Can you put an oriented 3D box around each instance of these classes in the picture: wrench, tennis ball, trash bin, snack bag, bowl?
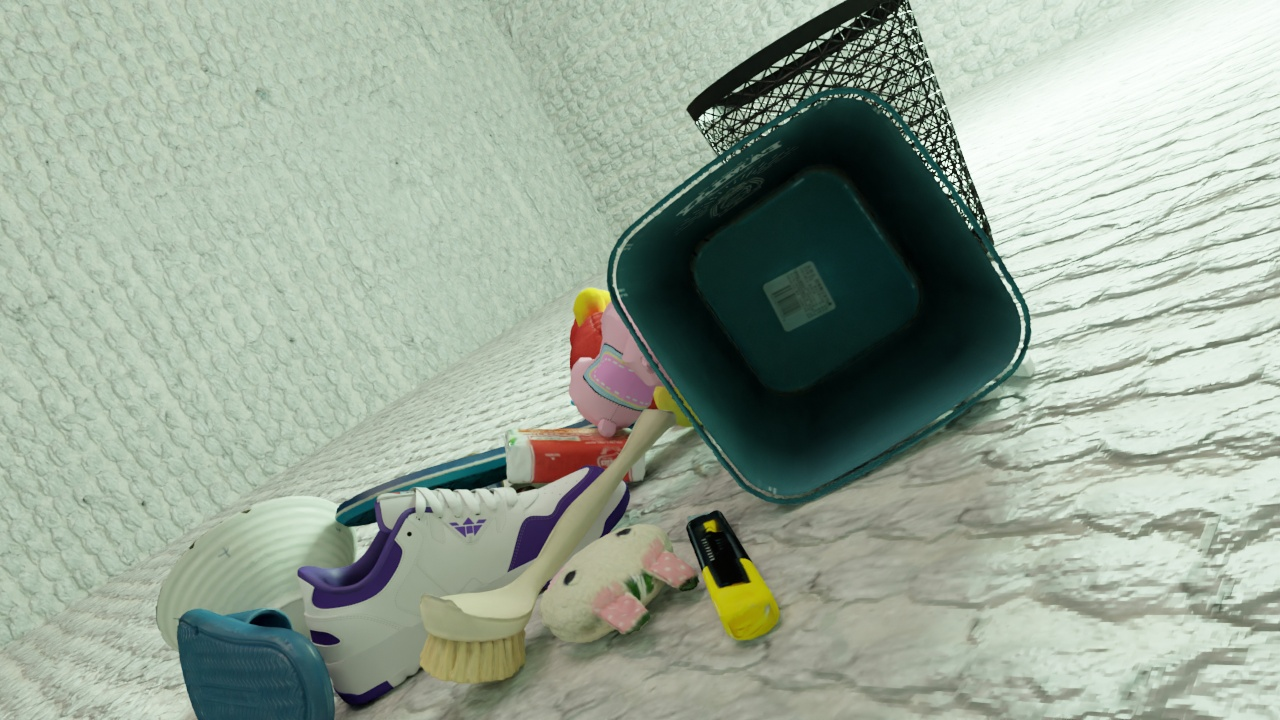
[{"bbox_3d":[0.239,-0.024,0.662,0.047,0.009,0.272,-26,10,19],"label":"wrench"},{"bbox_3d":[0.044,0.026,0.804,0.065,0.065,0.065,-29,10,5],"label":"tennis ball"},{"bbox_3d":[0.113,-0.047,0.625,0.197,0.199,0.218,-34,2,12],"label":"trash bin"},{"bbox_3d":[0.196,-0.180,0.852,0.217,0.243,0.217,-29,6,3],"label":"trash bin"},{"bbox_3d":[-0.056,0.079,0.765,0.116,0.036,0.077,0,6,-9],"label":"snack bag"},{"bbox_3d":[-0.310,0.208,0.788,0.177,0.178,0.071,-34,51,-25],"label":"bowl"}]

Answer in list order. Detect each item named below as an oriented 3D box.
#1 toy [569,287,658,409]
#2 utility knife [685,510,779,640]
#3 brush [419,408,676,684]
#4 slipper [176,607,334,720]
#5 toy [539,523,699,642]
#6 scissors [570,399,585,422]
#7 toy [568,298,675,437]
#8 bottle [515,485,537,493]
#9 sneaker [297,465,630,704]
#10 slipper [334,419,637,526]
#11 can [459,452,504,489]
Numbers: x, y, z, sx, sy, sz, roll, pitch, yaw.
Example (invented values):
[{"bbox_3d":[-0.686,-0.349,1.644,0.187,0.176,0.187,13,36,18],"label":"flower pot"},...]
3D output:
[{"bbox_3d":[-0.017,-0.004,0.956,0.099,0.147,0.216,-58,12,8],"label":"toy"},{"bbox_3d":[0.045,0.110,0.510,0.029,0.020,0.174,-23,8,-2],"label":"utility knife"},{"bbox_3d":[-0.047,0.107,0.601,0.062,0.077,0.271,16,36,25],"label":"brush"},{"bbox_3d":[-0.264,0.222,0.636,0.214,0.104,0.059,-10,-1,43],"label":"slipper"},{"bbox_3d":[-0.018,0.128,0.527,0.087,0.050,0.112,-34,16,-27],"label":"toy"},{"bbox_3d":[-0.026,0.040,1.042,0.132,0.014,0.128,-27,17,-29],"label":"scissors"},{"bbox_3d":[-0.005,0.004,0.744,0.123,0.067,0.157,-62,17,9],"label":"toy"},{"bbox_3d":[-0.150,0.150,0.757,0.162,0.056,0.056,-25,10,21],"label":"bottle"},{"bbox_3d":[-0.130,0.126,0.654,0.243,0.111,0.092,-32,10,-16],"label":"sneaker"},{"bbox_3d":[-0.126,0.114,0.843,0.294,0.060,0.118,-17,-10,-14],"label":"slipper"},{"bbox_3d":[-0.197,0.140,0.954,0.100,0.054,0.058,-23,13,35],"label":"can"}]
